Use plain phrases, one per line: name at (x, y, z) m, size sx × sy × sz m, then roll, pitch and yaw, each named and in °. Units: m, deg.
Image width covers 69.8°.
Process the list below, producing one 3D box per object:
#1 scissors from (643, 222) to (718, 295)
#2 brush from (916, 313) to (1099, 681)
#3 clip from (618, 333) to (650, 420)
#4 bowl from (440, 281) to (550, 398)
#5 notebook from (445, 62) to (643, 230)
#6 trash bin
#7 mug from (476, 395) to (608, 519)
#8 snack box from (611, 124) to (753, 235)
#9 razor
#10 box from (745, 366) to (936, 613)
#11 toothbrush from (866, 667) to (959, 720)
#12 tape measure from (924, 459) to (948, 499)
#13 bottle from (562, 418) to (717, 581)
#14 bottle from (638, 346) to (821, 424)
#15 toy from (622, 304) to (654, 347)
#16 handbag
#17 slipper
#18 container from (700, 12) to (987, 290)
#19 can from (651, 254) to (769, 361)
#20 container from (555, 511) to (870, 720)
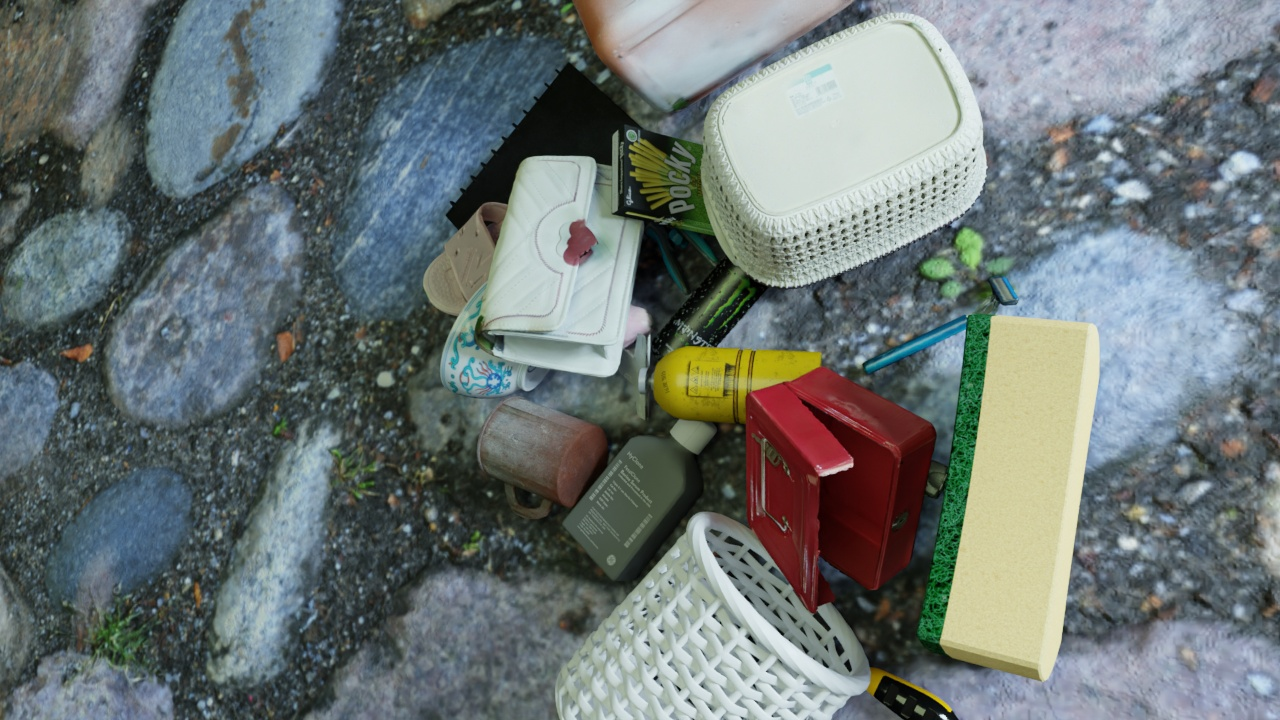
scissors at (0.036, -0.130, 0.947) m, size 0.151 × 0.019 × 0.130 m, roll 5°, pitch 79°, yaw 38°
brush at (0.277, 0.097, 0.673) m, size 0.075 × 0.195 × 0.250 m, roll 8°, pitch 83°, yaw 29°
clip at (-0.005, 0.006, 0.922) m, size 0.054 × 0.040 × 0.102 m, roll -116°, pitch 22°, yaw -54°
bowl at (-0.134, -0.013, 0.958) m, size 0.074 × 0.144 × 0.144 m, roll 29°, pitch 94°, yaw 14°
notebook at (-0.110, -0.207, 1.046) m, size 0.232 × 0.019 × 0.169 m, roll -48°, pitch 63°, yaw 11°
trash bin at (0.067, -0.383, 0.897) m, size 0.260 × 0.181 × 0.157 m, roll -27°, pitch 70°, yaw 20°
mug at (-0.101, 0.108, 0.940) m, size 0.110 × 0.096 × 0.123 m, roll 19°, pitch 108°, yaw 34°
snack box at (0.043, -0.169, 0.887) m, size 0.025 × 0.147 × 0.080 m, roll -20°, pitch 67°, yaw 58°
razor at (0.262, -0.025, 0.809) m, size 0.144 × 0.022 × 0.042 m, roll -32°, pitch 29°, yaw 23°
box at (0.157, 0.099, 0.752) m, size 0.117 × 0.158 × 0.135 m, roll -18°, pitch 38°, yaw -19°
toothbrush at (0.267, 0.304, 0.734) m, size 0.197 × 0.030 × 0.031 m, roll 27°, pitch 98°, yaw 25°
tape measure at (0.226, 0.097, 0.778) m, size 0.066 × 0.058 × 0.036 m, roll 23°, pitch 85°, yaw 26°
bottle at (0.009, 0.123, 0.897) m, size 0.084 × 0.046 × 0.174 m, roll 43°, pitch 101°, yaw 28°
bottle at (0.081, 0.022, 0.842) m, size 0.164 × 0.071 × 0.071 m, roll 3°, pitch 80°, yaw 13°
toy at (-0.044, -0.042, 0.956) m, size 0.096 × 0.052 × 0.099 m, roll -44°, pitch 69°, yaw 15°
handbag at (-0.073, -0.096, 0.889) m, size 0.142 × 0.096 × 0.198 m, roll 9°, pitch 67°, yaw -2°
slipper at (-0.148, -0.126, 1.005) m, size 0.240 × 0.064 × 0.094 m, roll -29°, pitch 70°, yaw 18°
container at (0.170, -0.182, 0.790) m, size 0.252 × 0.143 × 0.184 m, roll -23°, pitch 76°, yaw 8°
can at (0.069, -0.047, 0.896) m, size 0.138 × 0.054 × 0.054 m, roll -49°, pitch 62°, yaw 11°
container at (0.057, 0.257, 0.762) m, size 0.187 × 0.189 × 0.189 m, roll -50°, pitch 62°, yaw 12°
